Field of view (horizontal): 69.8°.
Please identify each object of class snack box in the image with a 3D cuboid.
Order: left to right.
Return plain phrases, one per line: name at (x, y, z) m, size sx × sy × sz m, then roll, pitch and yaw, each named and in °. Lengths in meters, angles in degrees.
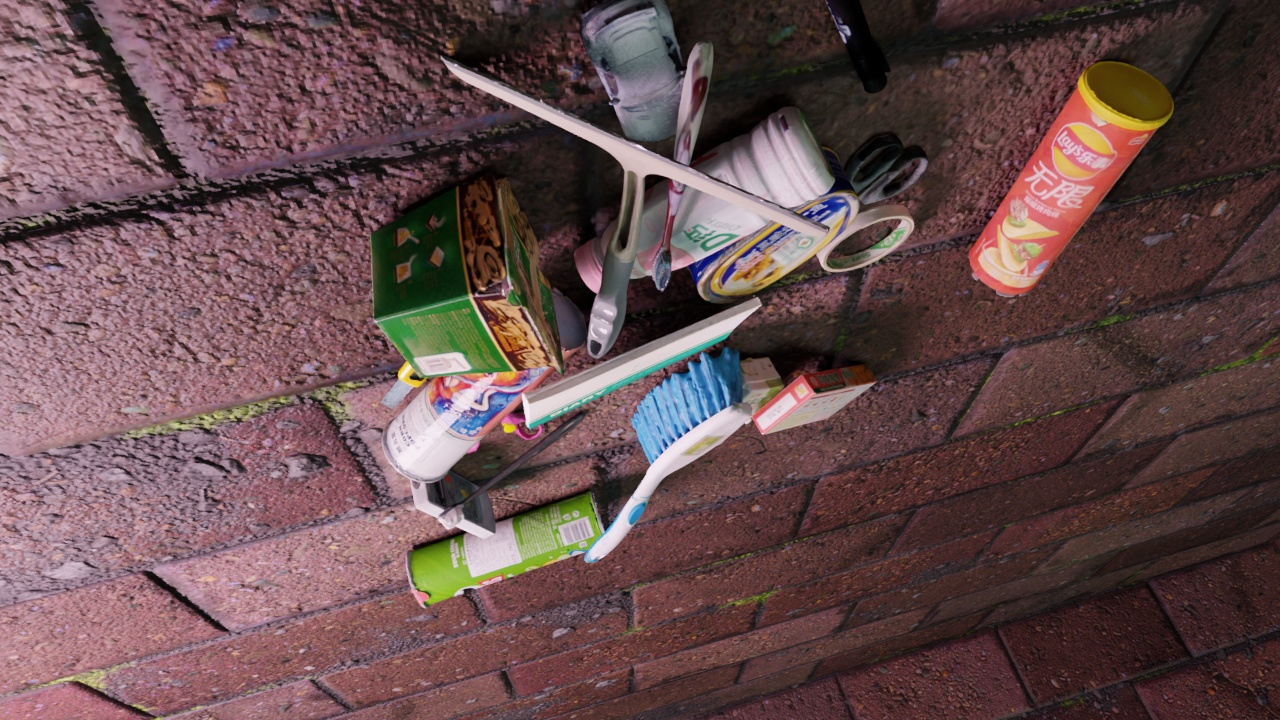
snack box at (-0.124, -0.048, 0.641) m, size 0.106 × 0.117 × 0.118 m, roll -16°, pitch 147°, yaw 5°
snack box at (0.190, 0.041, 0.987) m, size 0.077 × 0.027 × 0.155 m, roll -43°, pitch 158°, yaw 32°

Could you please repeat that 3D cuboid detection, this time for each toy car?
toy car at (0.002, -0.179, 0.573) m, size 0.054 × 0.036 × 0.121 m, roll -23°, pitch 153°, yaw 5°

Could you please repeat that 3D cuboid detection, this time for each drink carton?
drink carton at (0.092, 0.044, 0.966) m, size 0.053 × 0.045 × 0.123 m, roll -7°, pitch 150°, yaw -38°

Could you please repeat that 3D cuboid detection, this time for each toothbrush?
toothbrush at (-0.127, 0.109, 0.927) m, size 0.181 × 0.018 × 0.016 m, roll -38°, pitch 143°, yaw -10°
toothbrush at (0.026, -0.121, 0.606) m, size 0.016 × 0.017 × 0.188 m, roll 2°, pitch 134°, yaw -9°

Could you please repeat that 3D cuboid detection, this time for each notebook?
notebook at (-0.005, 0.005, 0.804) m, size 0.209 × 0.012 × 0.150 m, roll -24°, pitch 172°, yaw -10°

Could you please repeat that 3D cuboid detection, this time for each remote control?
remote control at (-0.195, 0.145, 0.964) m, size 0.019 × 0.056 × 0.135 m, roll -26°, pitch 148°, yaw 11°

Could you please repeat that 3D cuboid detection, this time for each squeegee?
squeegee at (-0.014, -0.076, 0.633) m, size 0.246 × 0.039 × 0.247 m, roll 25°, pitch 149°, yaw 7°

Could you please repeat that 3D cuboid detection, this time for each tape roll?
tape roll at (0.196, -0.106, 0.800) m, size 0.085 × 0.014 × 0.086 m, roll -18°, pitch 159°, yaw -7°

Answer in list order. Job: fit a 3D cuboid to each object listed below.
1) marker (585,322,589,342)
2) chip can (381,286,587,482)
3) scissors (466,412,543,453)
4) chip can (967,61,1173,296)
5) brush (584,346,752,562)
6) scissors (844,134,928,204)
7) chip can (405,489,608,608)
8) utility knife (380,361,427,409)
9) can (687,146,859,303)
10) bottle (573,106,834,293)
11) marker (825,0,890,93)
marker at (-0.085, -0.002, 0.824) m, size 0.124 × 0.015 × 0.018 m, roll -31°, pitch 139°, yaw 11°
chip can at (-0.136, 0.022, 0.781) m, size 0.071 × 0.071 × 0.215 m, roll 14°, pitch 136°, yaw -43°
scissors at (-0.146, 0.052, 0.882) m, size 0.124 × 0.017 × 0.133 m, roll -24°, pitch 144°, yaw 7°
chip can at (0.357, -0.146, 0.781) m, size 0.073 × 0.073 × 0.217 m, roll -10°, pitch 148°, yaw -14°
brush at (0.012, 0.109, 0.970) m, size 0.060 × 0.109 × 0.316 m, roll -1°, pitch 151°, yaw -41°
scissors at (0.156, -0.126, 0.767) m, size 0.174 × 0.014 × 0.141 m, roll -20°, pitch 151°, yaw 8°
chip can at (-0.156, 0.224, 1.095) m, size 0.236 × 0.072 × 0.072 m, roll -19°, pitch 149°, yaw -1°
utility knife at (-0.169, -0.010, 0.769) m, size 0.033 × 0.015 × 0.198 m, roll 11°, pitch 139°, yaw -40°
can at (0.101, -0.105, 0.729) m, size 0.148 × 0.049 × 0.074 m, roll -34°, pitch 146°, yaw 25°
bottle at (0.041, -0.111, 0.676) m, size 0.197 × 0.068 × 0.068 m, roll -26°, pitch 149°, yaw 20°
marker at (0.138, -0.220, 0.596) m, size 0.022 × 0.020 × 0.132 m, roll -43°, pitch 146°, yaw 7°
